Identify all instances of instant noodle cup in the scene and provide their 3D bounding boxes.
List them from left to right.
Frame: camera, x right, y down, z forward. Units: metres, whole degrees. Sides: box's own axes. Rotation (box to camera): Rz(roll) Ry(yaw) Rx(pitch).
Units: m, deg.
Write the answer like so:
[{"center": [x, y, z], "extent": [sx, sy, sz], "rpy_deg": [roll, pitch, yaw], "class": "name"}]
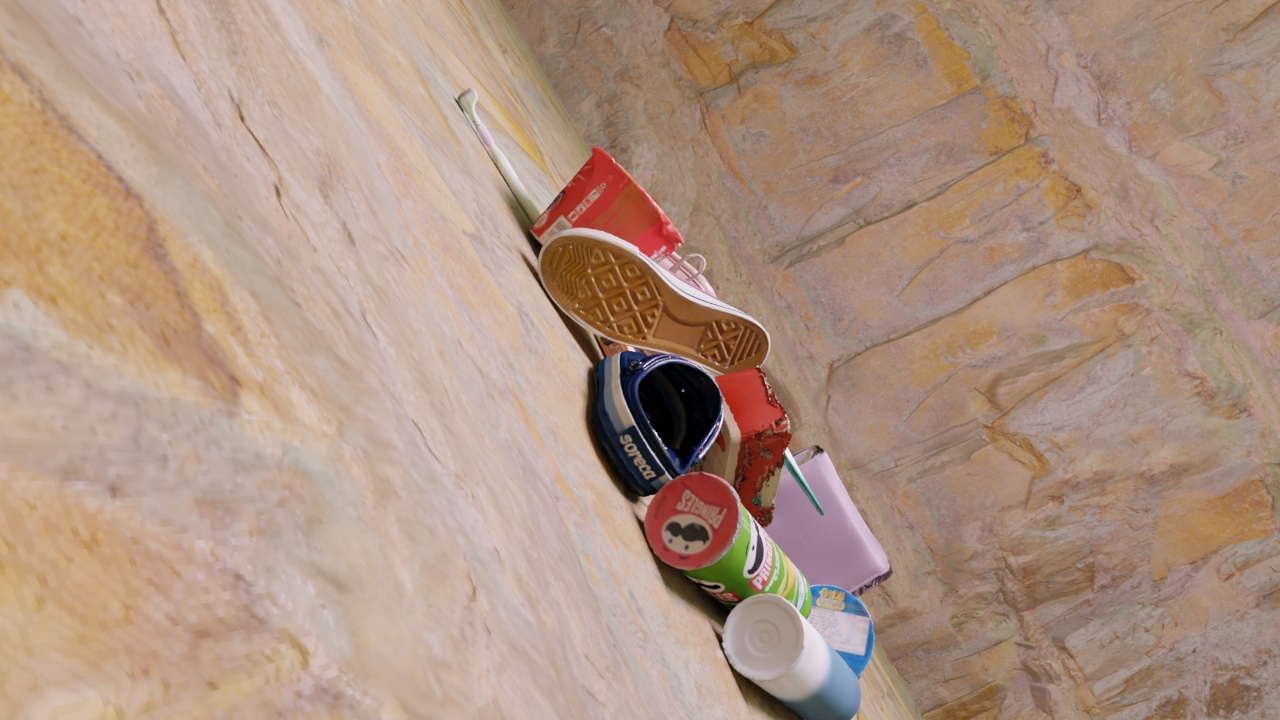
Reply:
[{"center": [-0.040, -0.132, 0.938], "extent": [0.138, 0.108, 0.138], "rpy_deg": [48, 1, -2], "class": "instant noodle cup"}, {"center": [0.190, 0.292, 0.935], "extent": [0.099, 0.099, 0.110], "rpy_deg": [63, 0, 33], "class": "instant noodle cup"}]

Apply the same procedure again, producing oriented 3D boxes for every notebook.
[{"center": [0.152, 0.083, 1.078], "extent": [0.209, 0.012, 0.150], "rpy_deg": [51, 10, -48], "class": "notebook"}]

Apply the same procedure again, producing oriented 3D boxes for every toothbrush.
[{"center": [-0.140, -0.203, 0.984], "extent": [0.020, 0.029, 0.189], "rpy_deg": [-33, 94, -41], "class": "toothbrush"}]

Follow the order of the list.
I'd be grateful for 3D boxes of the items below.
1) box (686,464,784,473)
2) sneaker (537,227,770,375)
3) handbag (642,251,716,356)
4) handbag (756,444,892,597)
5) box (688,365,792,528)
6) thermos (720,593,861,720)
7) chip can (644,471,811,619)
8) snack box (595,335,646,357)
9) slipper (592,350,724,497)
[{"center": [0.119, 0.124, 1.087], "extent": [0.095, 0.100, 0.201], "rpy_deg": [61, 7, 27], "class": "box"}, {"center": [0.010, -0.056, 0.879], "extent": [0.241, 0.118, 0.088], "rpy_deg": [23, 11, -17], "class": "sneaker"}, {"center": [0.008, -0.053, 1.094], "extent": [0.193, 0.093, 0.234], "rpy_deg": [46, -12, 27], "class": "handbag"}, {"center": [0.231, 0.232, 1.243], "extent": [0.197, 0.145, 0.098], "rpy_deg": [60, 9, -2], "class": "handbag"}, {"center": [0.100, 0.092, 0.883], "extent": [0.169, 0.077, 0.091], "rpy_deg": [92, -18, -45], "class": "box"}, {"center": [0.132, 0.253, 0.755], "extent": [0.220, 0.070, 0.070], "rpy_deg": [51, 10, -51], "class": "thermos"}, {"center": [0.079, 0.163, 0.736], "extent": [0.236, 0.072, 0.072], "rpy_deg": [51, 11, -54], "class": "chip can"}, {"center": [-0.006, 0.006, 1.008], "extent": [0.075, 0.026, 0.154], "rpy_deg": [63, 7, 34], "class": "snack box"}, {"center": [0.018, 0.036, 0.773], "extent": [0.105, 0.095, 0.252], "rpy_deg": [61, 9, -6], "class": "slipper"}]
